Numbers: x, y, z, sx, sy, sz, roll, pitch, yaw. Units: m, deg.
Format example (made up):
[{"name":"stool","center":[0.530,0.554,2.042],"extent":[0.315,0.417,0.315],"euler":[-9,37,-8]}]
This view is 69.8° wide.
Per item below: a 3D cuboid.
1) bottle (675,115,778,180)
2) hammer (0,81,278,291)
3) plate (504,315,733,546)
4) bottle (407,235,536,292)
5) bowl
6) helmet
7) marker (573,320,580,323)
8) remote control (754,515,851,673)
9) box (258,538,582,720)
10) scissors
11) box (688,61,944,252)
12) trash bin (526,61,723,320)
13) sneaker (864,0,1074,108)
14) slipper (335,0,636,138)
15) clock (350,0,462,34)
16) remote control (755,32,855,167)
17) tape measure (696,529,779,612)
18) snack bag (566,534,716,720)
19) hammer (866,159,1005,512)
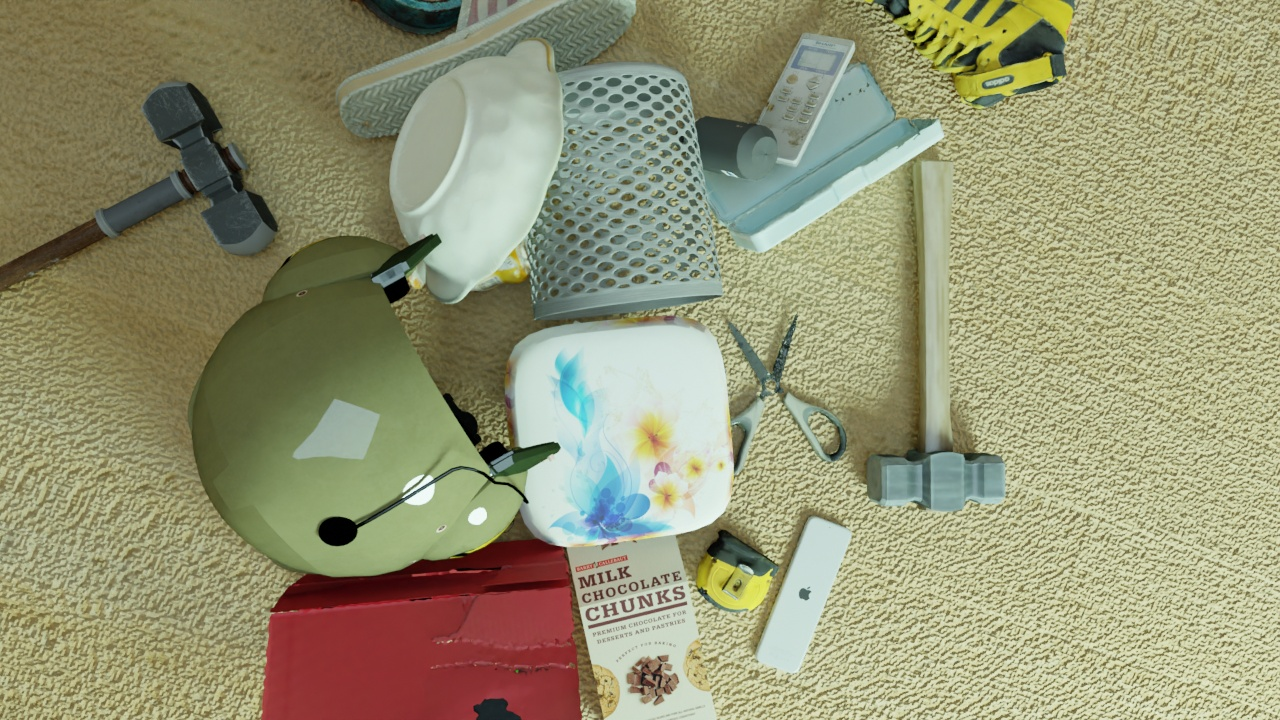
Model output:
[{"name":"bottle","center":[0.070,-0.184,0.788],"extent":[0.046,0.112,0.047],"euler":[-16,117,-33]},{"name":"hammer","center":[-0.478,-0.096,0.763],"extent":[0.322,0.043,0.156],"euler":[-28,95,-2]},{"name":"plate","center":[-0.015,0.059,0.761],"extent":[0.187,0.016,0.187],"euler":[-6,94,-8]},{"name":"bottle","center":[-0.147,-0.089,0.788],"extent":[0.109,0.063,0.063],"euler":[-11,93,7]},{"name":"bowl","center":[-0.139,-0.156,0.703],"extent":[0.060,0.188,0.219],"euler":[19,94,-41]},{"name":"helmet","center":[-0.207,0.044,0.679],"extent":[0.232,0.256,0.250],"euler":[-30,94,-7]},{"name":"marker","center":[-0.005,0.005,0.828],"extent":[0.133,0.023,0.027],"euler":[26,110,-7]},{"name":"remote control","center":[0.153,0.220,0.862],"extent":[0.045,0.008,0.146],"euler":[21,90,-7]},{"name":"box","center":[-0.150,0.214,0.648],"extent":[0.211,0.378,0.124],"euler":[-4,109,-7]},{"name":"scissors","center":[0.126,0.041,0.849],"extent":[0.157,0.012,0.170],"euler":[30,89,-9]},{"name":"box","center":[0.154,-0.181,0.815],"extent":[0.197,0.078,0.122],"euler":[-33,76,-6]},{"name":"trash bin","center":[-0.021,-0.134,0.756],"extent":[0.156,0.156,0.183],"euler":[-7,90,-6]},{"name":"sneaker","center":[0.274,-0.292,0.814],"extent":[0.238,0.086,0.122],"euler":[2,88,-10]},{"name":"slipper","center":[-0.131,-0.263,0.762],"extent":[0.263,0.115,0.052],"euler":[-24,77,-3]},{"name":"clock","center":[-0.200,-0.343,0.764],"extent":[0.157,0.073,0.121],"euler":[8,92,-18]},{"name":"remote control","center":[0.141,-0.233,0.812],"extent":[0.050,0.011,0.135],"euler":[20,73,25]},{"name":"tape measure","center":[0.086,0.198,0.838],"extent":[0.065,0.037,0.064],"euler":[33,88,-7]},{"name":"snack bag","center":[-0.003,0.230,0.813],"extent":[0.094,0.070,0.206],"euler":[-12,93,-6]},{"name":"hammer","center":[0.271,-0.022,0.849],"extent":[0.117,0.051,0.323],"euler":[0,90,-7]}]
